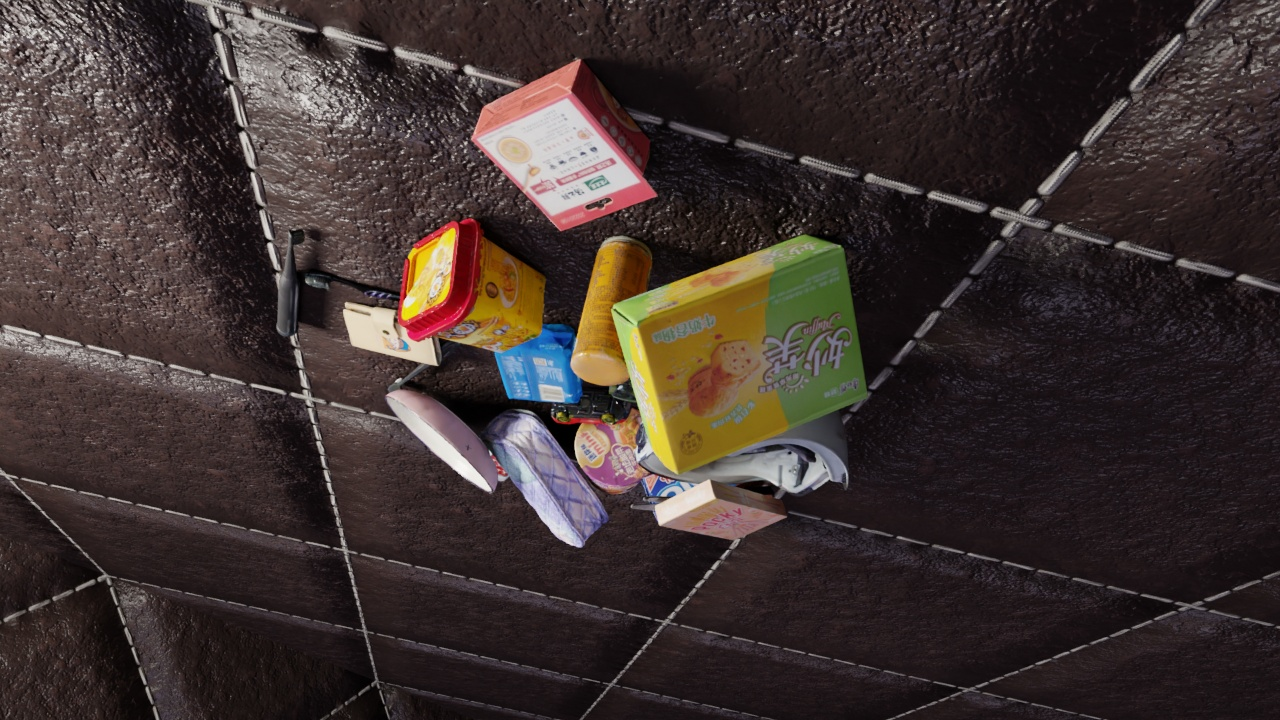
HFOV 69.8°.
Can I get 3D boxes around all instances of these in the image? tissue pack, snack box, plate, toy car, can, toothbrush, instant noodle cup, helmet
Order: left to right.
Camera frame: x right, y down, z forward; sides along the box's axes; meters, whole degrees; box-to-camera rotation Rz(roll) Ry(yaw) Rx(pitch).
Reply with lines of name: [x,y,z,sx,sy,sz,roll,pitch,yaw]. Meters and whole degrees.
toothbrush: [-0.408,-0.090,1.071,0.027,0.026,0.213,-14,158,-29]
toothbrush: [-0.297,-0.074,1.069,0.189,0.016,0.014,14,148,-8]
toothbrush: [-0.282,0.007,1.195,0.015,0.018,0.182,47,135,-14]
plate: [-0.259,0.102,1.236,0.192,0.039,0.193,36,160,15]
instant noodle cup: [-0.171,-0.068,0.959,0.116,0.116,0.123,-21,148,40]
tissue pack: [-0.120,0.000,1.098,0.095,0.052,0.157,5,148,6]
snack box: [-0.061,-0.182,0.795,0.113,0.044,0.127,-14,140,33]
toy car: [-0.062,0.060,1.178,0.106,0.049,0.031,0,148,17]
can: [-0.026,-0.049,0.900,0.058,0.145,0.058,8,149,5]
instant noodle cup: [-0.032,0.129,1.231,0.111,0.111,0.099,10,156,1]
toy car: [-0.006,0.006,1.078,0.053,0.045,0.121,13,143,0]
snack box: [0.098,0.180,1.091,0.085,0.026,0.157,-31,148,30]
snack box: [0.108,0.147,1.176,0.207,0.057,0.058,-20,154,0]
helmet: [0.110,0.062,1.033,0.229,0.145,0.259,14,165,-20]
snack box: [0.095,-0.008,0.848,0.210,0.070,0.158,-21,113,-12]

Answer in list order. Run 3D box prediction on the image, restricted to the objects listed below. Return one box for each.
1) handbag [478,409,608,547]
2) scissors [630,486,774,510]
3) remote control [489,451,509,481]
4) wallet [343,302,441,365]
handbag: [-0.127,0.158,1.250,0.194,0.075,0.134,57,155,-18]
scissors: [0.067,0.190,1.140,0.233,0.021,0.163,-6,149,-26]
remote control: [-0.209,0.151,1.397,0.056,0.020,0.136,22,146,-19]
wallet: [-0.305,-0.033,1.126,0.115,0.024,0.087,15,143,6]
